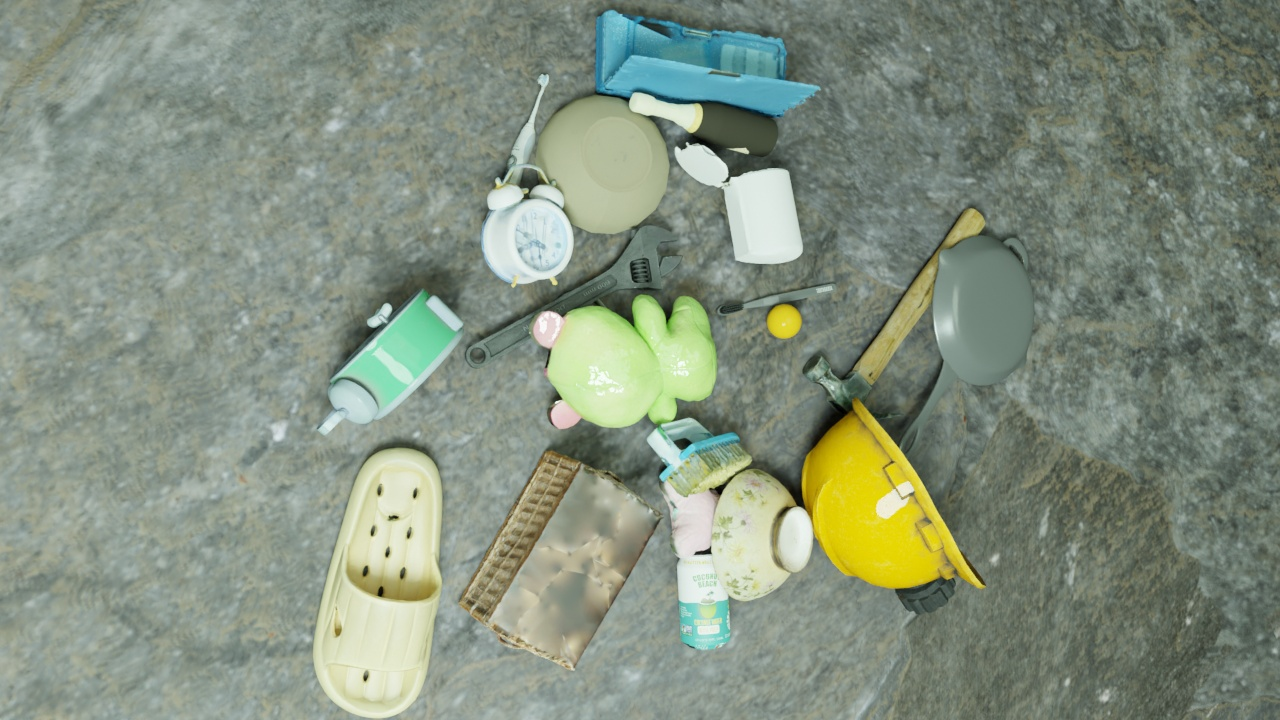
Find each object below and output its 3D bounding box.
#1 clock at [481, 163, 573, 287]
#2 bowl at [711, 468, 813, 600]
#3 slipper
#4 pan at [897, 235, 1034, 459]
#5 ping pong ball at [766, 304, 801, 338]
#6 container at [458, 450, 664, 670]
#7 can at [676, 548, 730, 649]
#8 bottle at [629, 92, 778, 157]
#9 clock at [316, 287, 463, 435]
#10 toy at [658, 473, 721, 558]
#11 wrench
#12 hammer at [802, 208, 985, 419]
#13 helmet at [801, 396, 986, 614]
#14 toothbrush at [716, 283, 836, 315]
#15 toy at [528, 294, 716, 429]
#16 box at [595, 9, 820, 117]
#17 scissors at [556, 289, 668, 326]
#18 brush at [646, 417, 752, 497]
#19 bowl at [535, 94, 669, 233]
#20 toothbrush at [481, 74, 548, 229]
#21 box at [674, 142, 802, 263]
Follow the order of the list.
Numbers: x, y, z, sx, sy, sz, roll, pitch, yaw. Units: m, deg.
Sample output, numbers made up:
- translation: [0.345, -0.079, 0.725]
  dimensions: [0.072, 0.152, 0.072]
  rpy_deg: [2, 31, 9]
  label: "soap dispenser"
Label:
- translation: [-0.116, -0.139, 0.945]
  dimensions: [0.088, 0.052, 0.125]
  rpy_deg: [-9, 98, -40]
  label: "clock"
- translation: [0.144, 0.193, 1.007]
  dimensions: [0.145, 0.063, 0.145]
  rpy_deg: [4, 84, -48]
  label: "bowl"
- translation: [-0.244, 0.214, 0.875]
  dimensions: [0.111, 0.079, 0.261]
  rpy_deg: [9, 83, -18]
  label: "slipper"
- translation: [0.413, -0.017, 1.154]
  dimensions: [0.216, 0.024, 0.353]
  rpy_deg: [45, 70, -24]
  label: "pan"
- translation: [0.168, -0.046, 1.071]
  dimensions: [0.040, 0.040, 0.040]
  rpy_deg: [1, 86, -22]
  label: "ping pong ball"
- translation: [-0.079, 0.198, 0.921]
  dimensions: [0.113, 0.113, 0.198]
  rpy_deg: [34, 77, -17]
  label: "container"
- translation: [0.069, 0.261, 1.007]
  dimensions: [0.054, 0.055, 0.101]
  rpy_deg: [-2, 88, -22]
  label: "can"
- translation: [0.070, -0.268, 1.025]
  dimensions: [0.184, 0.045, 0.045]
  rpy_deg: [6, 85, -31]
  label: "bottle"
- translation: [-0.245, 0.005, 0.861]
  dimensions: [0.075, 0.122, 0.161]
  rpy_deg: [46, 76, -15]
  label: "clock"
- translation: [0.066, 0.169, 1.012]
  dimensions: [0.095, 0.053, 0.099]
  rpy_deg: [9, 59, -36]
  label: "toy"
- translation: [-0.067, -0.066, 0.978]
  dimensions: [0.272, 0.018, 0.073]
  rpy_deg: [-31, 96, -20]
  label: "wrench"
- translation: [0.339, -0.063, 1.147]
  dimensions: [0.132, 0.033, 0.329]
  rpy_deg: [43, 73, -13]
  label: "hammer"
- translation: [0.261, 0.177, 1.035]
  dimensions: [0.131, 0.205, 0.255]
  rpy_deg: [-33, 108, 8]
  label: "helmet"
- translation: [0.164, -0.073, 1.088]
  dimensions: [0.167, 0.013, 0.013]
  rpy_deg: [-13, 92, -24]
  label: "toothbrush"
- translation: [-0.006, 0.006, 0.958]
  dimensions: [0.196, 0.107, 0.150]
  rpy_deg: [-18, 115, -28]
  label: "toy"
- translation: [0.075, -0.337, 1.012]
  dimensions: [0.231, 0.112, 0.094]
  rpy_deg: [3, 87, -22]
  label: "box"
- translation: [-0.023, -0.024, 1.010]
  dimensions: [0.165, 0.013, 0.150]
  rpy_deg: [35, 76, -19]
  label: "scissors"
- translation: [0.068, 0.098, 0.998]
  dimensions: [0.075, 0.055, 0.135]
  rpy_deg: [52, 26, 19]
  label: "brush"
- translation: [-0.034, -0.217, 0.994]
  dimensions: [0.152, 0.050, 0.152]
  rpy_deg: [1, 87, -22]
  label: "bowl"
- translation: [-0.127, -0.220, 0.973]
  dimensions: [0.024, 0.022, 0.185]
  rpy_deg: [25, 79, -37]
  label: "toothbrush"
- translation: [0.111, -0.179, 1.037]
  dimensions: [0.136, 0.084, 0.147]
  rpy_deg: [-8, 89, -16]
  label: "box"
